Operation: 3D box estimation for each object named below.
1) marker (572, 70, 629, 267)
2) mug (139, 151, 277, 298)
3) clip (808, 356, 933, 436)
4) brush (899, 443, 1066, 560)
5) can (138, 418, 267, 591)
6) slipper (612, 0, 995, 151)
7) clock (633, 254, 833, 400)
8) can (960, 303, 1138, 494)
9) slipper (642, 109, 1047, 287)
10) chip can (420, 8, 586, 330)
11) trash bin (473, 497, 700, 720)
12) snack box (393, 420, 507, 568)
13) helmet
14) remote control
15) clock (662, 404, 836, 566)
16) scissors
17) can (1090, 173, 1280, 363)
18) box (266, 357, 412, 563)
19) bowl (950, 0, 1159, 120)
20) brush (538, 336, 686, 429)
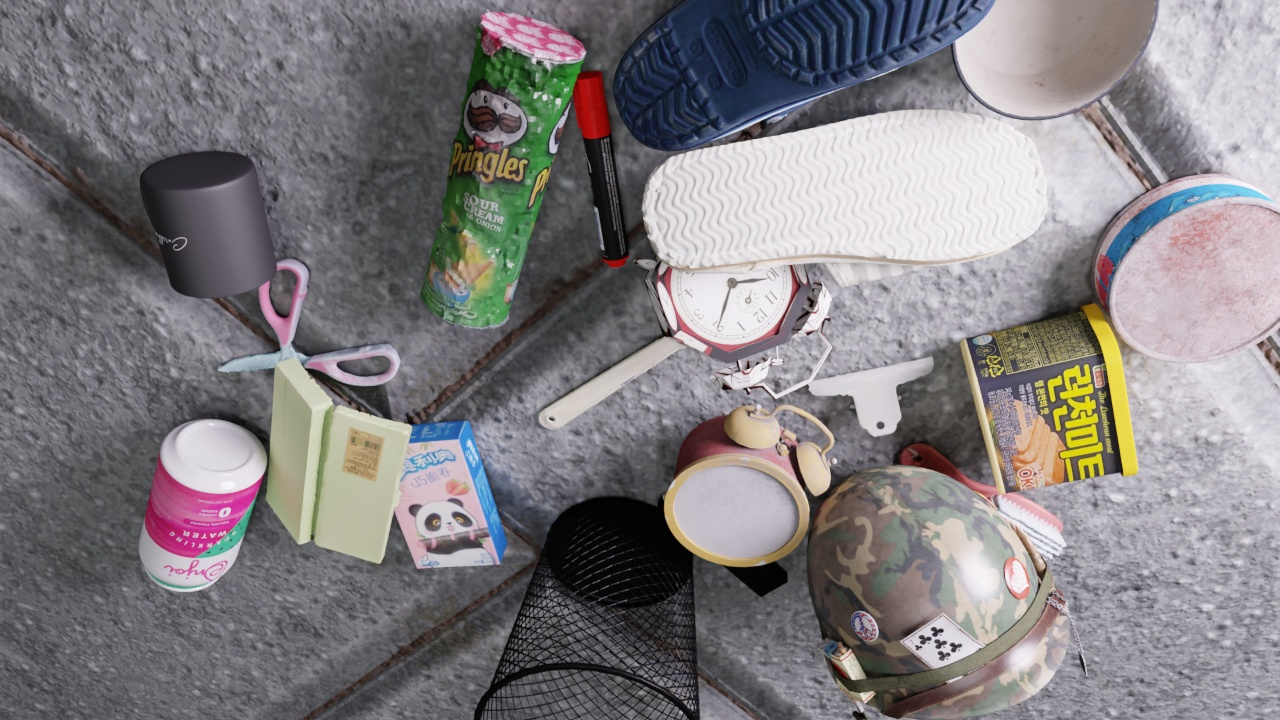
[{"bbox_3d":[-0.029,-0.136,0.672,0.023,0.021,0.145,16,130,33],"label":"marker"},{"bbox_3d":[-0.339,-0.109,0.702,0.114,0.078,0.088,20,127,25],"label":"mug"},{"bbox_3d":[0.194,0.031,0.757,0.102,0.040,0.054,-12,102,15],"label":"clip"},{"bbox_3d":[0.298,0.124,0.798,0.172,0.030,0.041,30,121,-12],"label":"brush"},{"bbox_3d":[-0.410,0.136,0.856,0.088,0.088,0.166,25,122,-9],"label":"can"},{"bbox_3d":[0.094,-0.211,0.572,0.253,0.095,0.105,-16,103,36],"label":"slipper"},{"bbox_3d":[0.074,-0.042,0.678,0.114,0.065,0.154,-42,97,-3],"label":"clock"},{"bbox_3d":[0.315,0.034,0.712,0.101,0.072,0.131,-15,120,19],"label":"can"},{"bbox_3d":[0.136,-0.108,0.626,0.272,0.054,0.114,-4,91,-3],"label":"slipper"},{"bbox_3d":[-0.104,-0.126,0.656,0.075,0.075,0.224,18,123,-5],"label":"chip can"},{"bbox_3d":[-0.030,0.243,0.807,0.184,0.209,0.184,3,123,5],"label":"trash bin"},{"bbox_3d":[-0.185,0.128,0.857,0.088,0.033,0.154,-5,122,10],"label":"snack box"},{"bbox_3d":[0.237,0.205,0.744,0.192,0.224,0.236,-31,124,-9],"label":"helmet"},{"bbox_3d":[0.079,0.171,0.864,0.034,0.013,0.150,-38,112,26],"label":"remote control"},{"bbox_3d":[0.093,0.093,0.770,0.117,0.081,0.159,34,122,-12],"label":"clock"},{"bbox_3d":[-0.284,-0.004,0.794,0.168,0.014,0.171,21,123,-7],"label":"scissors"},{"bbox_3d":[0.397,-0.063,0.653,0.130,0.044,0.130,3,123,5],"label":"can"},{"bbox_3d":[-0.279,0.100,0.819,0.140,0.048,0.188,28,128,5],"label":"box"},{"bbox_3d":[0.246,-0.214,0.564,0.115,0.059,0.116,3,123,5],"label":"bowl"},{"bbox_3d":[-0.005,0.004,0.768,0.218,0.012,0.033,-32,115,26],"label":"brush"}]
